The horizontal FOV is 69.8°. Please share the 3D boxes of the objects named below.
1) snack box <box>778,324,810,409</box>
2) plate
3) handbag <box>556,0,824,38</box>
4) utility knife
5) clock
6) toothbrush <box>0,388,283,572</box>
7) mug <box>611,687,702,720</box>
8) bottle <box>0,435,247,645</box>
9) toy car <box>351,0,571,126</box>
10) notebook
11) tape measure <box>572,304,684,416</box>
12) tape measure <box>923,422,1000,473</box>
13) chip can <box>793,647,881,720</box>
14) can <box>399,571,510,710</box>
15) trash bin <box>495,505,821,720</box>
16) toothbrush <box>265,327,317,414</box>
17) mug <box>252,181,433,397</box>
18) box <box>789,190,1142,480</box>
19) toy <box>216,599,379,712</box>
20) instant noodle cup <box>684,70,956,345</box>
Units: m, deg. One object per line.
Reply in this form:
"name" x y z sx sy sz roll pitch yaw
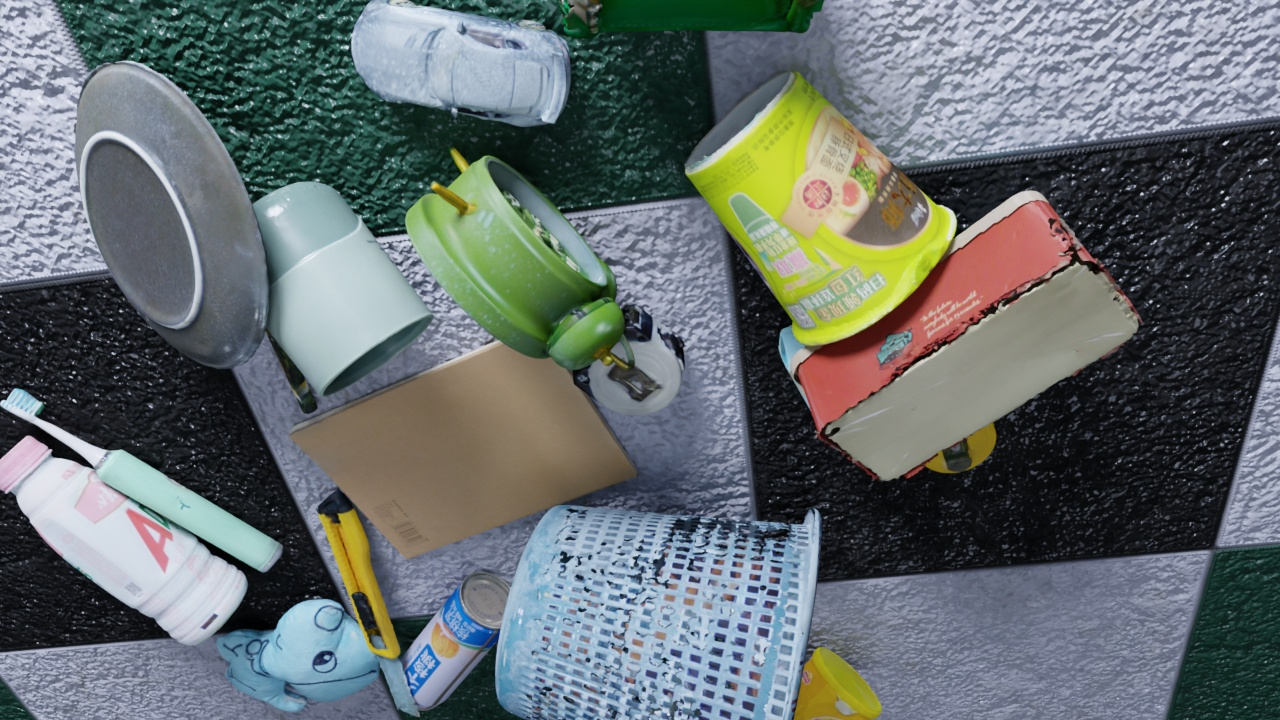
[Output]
"snack box" 0.183 -0.014 0.586 0.175 0.051 0.074 -25 121 17
"plate" -0.275 -0.075 0.519 0.180 0.024 0.180 17 123 29
"handbag" 0.023 -0.184 0.436 0.131 0.120 0.068 1 119 3
"utility knife" -0.215 0.201 0.735 0.033 0.015 0.215 -7 109 18
"clock" -0.061 -0.051 0.533 0.056 0.116 0.161 -41 112 14
"toothbrush" -0.372 0.094 0.692 0.224 0.027 0.027 39 157 -22
"mug" -0.003 0.332 0.797 0.103 0.084 0.124 31 86 -21
"bottle" -0.397 0.136 0.698 0.068 0.068 0.197 -33 114 21
"toy car" -0.098 -0.162 0.504 0.120 0.036 0.054 11 124 -2
"notebook" -0.128 0.069 0.677 0.212 0.012 0.149 -22 122 16
"tape measure" -0.004 0.004 0.615 0.066 0.033 0.066 34 120 -19
"tape measure" 0.221 0.054 0.646 0.060 0.028 0.057 -22 122 16
"chip can" 0.109 0.346 0.786 0.072 0.072 0.213 37 100 -21
"can" -0.157 0.236 0.766 0.053 0.053 0.135 29 120 -17
"trash bin" 0.011 0.195 0.656 0.195 0.225 0.227 13 125 8
"toothbrush" -0.251 -0.038 0.603 0.012 0.017 0.186 -11 124 0
"mug" -0.190 -0.042 0.557 0.082 0.112 0.106 -39 91 -15
"box" 0.178 -0.001 0.507 0.169 0.076 0.091 -38 130 24
"toy" -0.288 0.256 0.786 0.156 0.049 0.162 9 126 1
"instant noodle cup" 0.092 -0.089 0.511 0.112 0.111 0.123 -38 108 24
